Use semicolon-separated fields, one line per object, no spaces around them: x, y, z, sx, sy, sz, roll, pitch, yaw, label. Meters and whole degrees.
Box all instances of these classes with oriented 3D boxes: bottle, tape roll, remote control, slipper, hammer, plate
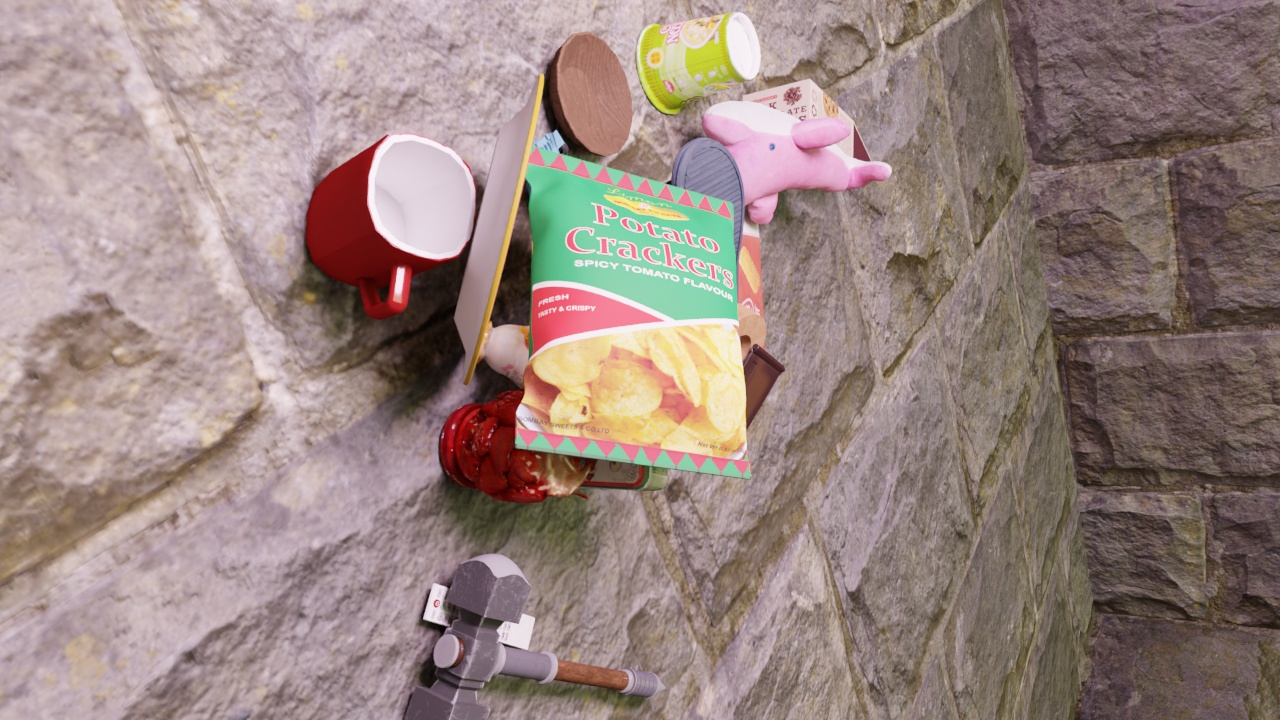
-0.091;0.070;0.730;0.098;0.111;0.099;8;80;-53;bottle
0.098;-0.016;1.020;0.093;0.027;0.094;-31;141;-30;tape roll
-0.131;0.210;0.748;0.124;0.012;0.028;38;57;-47;remote control
-0.084;-0.001;0.765;0.108;0.063;0.063;17;69;-15;bottle
0.053;-0.122;0.983;0.101;0.082;0.264;-35;137;-30;slipper
-0.061;0.273;0.803;0.322;0.043;0.156;34;69;-50;hammer
-0.109;-0.096;0.670;0.021;0.230;0.229;14;71;-12;plate

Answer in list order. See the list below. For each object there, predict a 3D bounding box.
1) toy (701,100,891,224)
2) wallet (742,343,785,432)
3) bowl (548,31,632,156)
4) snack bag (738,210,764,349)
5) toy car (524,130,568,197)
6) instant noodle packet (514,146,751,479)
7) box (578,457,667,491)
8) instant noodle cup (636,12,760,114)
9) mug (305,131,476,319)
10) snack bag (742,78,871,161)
0.165;-0.221;1.074;0.265;0.187;0.128;5;98;-40;toy
0.119;0.043;1.057;0.115;0.018;0.091;-55;146;2;wallet
-0.053;-0.253;0.884;0.117;0.030;0.118;7;81;-55;bowl
0.118;-0.069;1.105;0.077;0.041;0.225;-1;87;-57;snack bag
-0.082;-0.152;0.837;0.060;0.028;0.108;-54;139;-42;toy car
-0.002;-0.039;0.724;0.195;0.091;0.252;11;65;-26;instant noodle packet
-0.029;0.014;0.821;0.050;0.118;0.205;27;67;-61;box
0.066;-0.328;0.993;0.098;0.108;0.099;8;80;-53;instant noodle cup
-0.173;-0.085;0.627;0.080;0.097;0.116;16;72;-40;mug
0.227;-0.292;1.230;0.206;0.095;0.069;16;74;-53;snack bag
